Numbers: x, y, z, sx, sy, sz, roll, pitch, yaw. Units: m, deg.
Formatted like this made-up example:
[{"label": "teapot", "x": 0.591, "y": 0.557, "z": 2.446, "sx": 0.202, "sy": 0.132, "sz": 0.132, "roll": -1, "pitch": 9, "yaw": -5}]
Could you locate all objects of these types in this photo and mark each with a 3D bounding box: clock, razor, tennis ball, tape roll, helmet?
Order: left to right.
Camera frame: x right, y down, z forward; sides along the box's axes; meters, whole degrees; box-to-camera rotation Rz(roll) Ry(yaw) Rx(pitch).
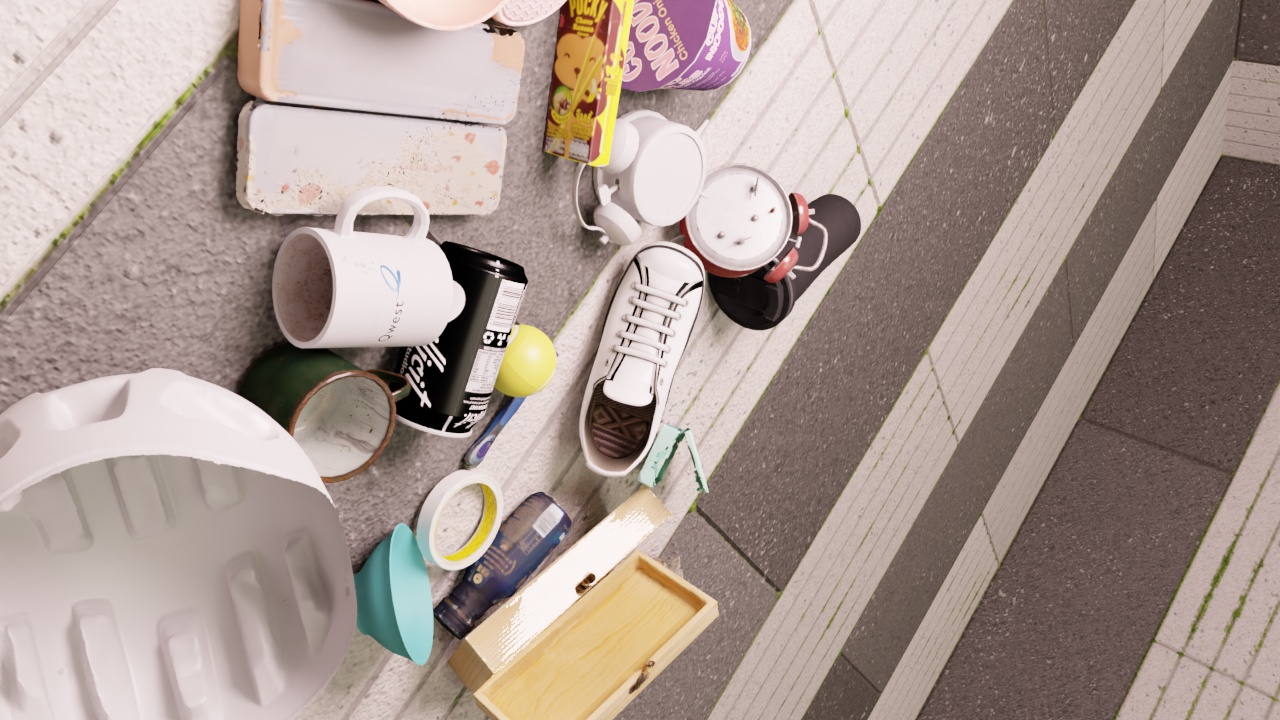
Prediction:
[{"label": "helmet", "x": -0.295, "y": 0.140, "z": 0.564, "sx": 0.224, "sy": 0.184, "sz": 0.283, "roll": -17, "pitch": 115, "yaw": -17}, {"label": "tape roll", "x": -0.168, "y": 0.149, "z": 0.861, "sx": 0.093, "sy": 0.019, "sz": 0.094, "roll": -27, "pitch": 125, "yaw": -47}, {"label": "razor", "x": -0.123, "y": 0.044, "z": 0.867, "sx": 0.140, "sy": 0.018, "sz": 0.044, "roll": -58, "pitch": 143, "yaw": -10}, {"label": "tennis ball", "x": -0.108, "y": 0.000, "z": 0.821, "sx": 0.065, "sy": 0.065, "sz": 0.065, "roll": -27, "pitch": 129, "yaw": -40}, {"label": "clock", "x": -0.005, "y": -0.174, "z": 0.861, "sx": 0.158, "sy": 0.061, "sz": 0.120, "roll": -26, "pitch": 129, "yaw": -34}, {"label": "clock", "x": 0.117, "y": -0.138, "z": 0.945, "sx": 0.062, "sy": 0.157, "sz": 0.110, "roll": 145, "pitch": -37, "yaw": -83}]

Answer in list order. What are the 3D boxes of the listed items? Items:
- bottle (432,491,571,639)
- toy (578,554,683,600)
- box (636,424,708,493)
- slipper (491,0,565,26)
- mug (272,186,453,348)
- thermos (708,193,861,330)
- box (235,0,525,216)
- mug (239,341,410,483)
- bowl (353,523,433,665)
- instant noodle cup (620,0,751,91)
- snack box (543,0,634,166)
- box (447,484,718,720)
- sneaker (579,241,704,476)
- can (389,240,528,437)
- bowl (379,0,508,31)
[{"label": "bottle", "x": -0.137, "y": 0.202, "z": 0.908, "sx": 0.160, "sy": 0.056, "sz": 0.056, "roll": -46, "pitch": 139, "yaw": -23}, {"label": "toy", "x": -0.003, "y": 0.293, "z": 1.111, "sx": 0.175, "sy": 0.076, "sz": 0.132, "roll": 21, "pitch": 93, "yaw": -46}, {"label": "box", "x": 0.053, "y": 0.110, "z": 1.000, "sx": 0.189, "sy": 0.080, "sz": 0.077, "roll": 59, "pitch": 56, "yaw": -84}, {"label": "slipper", "x": -0.068, "y": -0.359, "z": 0.675, "sx": 0.106, "sy": 0.056, "sz": 0.222, "roll": -22, "pitch": 136, "yaw": -50}, {"label": "mug", "x": -0.194, "y": -0.067, "z": 0.659, "sx": 0.096, "sy": 0.083, "sz": 0.120, "roll": -3, "pitch": 119, "yaw": -50}, {"label": "thermos", "x": 0.178, "y": -0.125, "z": 1.078, "sx": 0.218, "sy": 0.106, "sz": 0.106, "roll": -37, "pitch": 135, "yaw": -40}, {"label": "box", "x": -0.181, "y": -0.177, "z": 0.661, "sx": 0.215, "sy": 0.043, "sz": 0.151, "roll": -9, "pitch": 122, "yaw": -48}, {"label": "mug", "x": -0.228, "y": 0.030, "z": 0.678, "sx": 0.110, "sy": 0.081, "sz": 0.085, "roll": -27, "pitch": 129, "yaw": -40}, {"label": "bowl", "x": -0.220, "y": 0.206, "z": 0.796, "sx": 0.046, "sy": 0.121, "sz": 0.121, "roll": -12, "pitch": 128, "yaw": -1}, {"label": "instant noodle cup", "x": 0.041, "y": -0.292, "z": 0.801, "sx": 0.137, "sy": 0.122, "sz": 0.121, "roll": -30, "pitch": 169, "yaw": 30}, {"label": "snack box", "x": -0.044, "y": -0.242, "z": 0.767, "sx": 0.025, "sy": 0.061, "sz": 0.149, "roll": -11, "pitch": 117, "yaw": -47}, {"label": "box", "x": -0.063, "y": 0.271, "z": 0.958, "sx": 0.247, "sy": 0.142, "sz": 0.184, "roll": -35, "pitch": 101, "yaw": -31}, {"label": "sneaker", "x": -0.005, "y": 0.005, "z": 0.900, "sx": 0.097, "sy": 0.091, "sz": 0.246, "roll": -72, "pitch": -178, "yaw": -77}, {"label": "can", "x": -0.149, "y": -0.017, "z": 0.748, "sx": 0.080, "sy": 0.080, "sz": 0.146, "roll": 10, "pitch": 102, "yaw": -52}, {"label": "bowl", "x": -0.147, "y": -0.299, "z": 0.597, "sx": 0.152, "sy": 0.076, "sz": 0.153, "roll": -26, "pitch": 127, "yaw": -40}]
